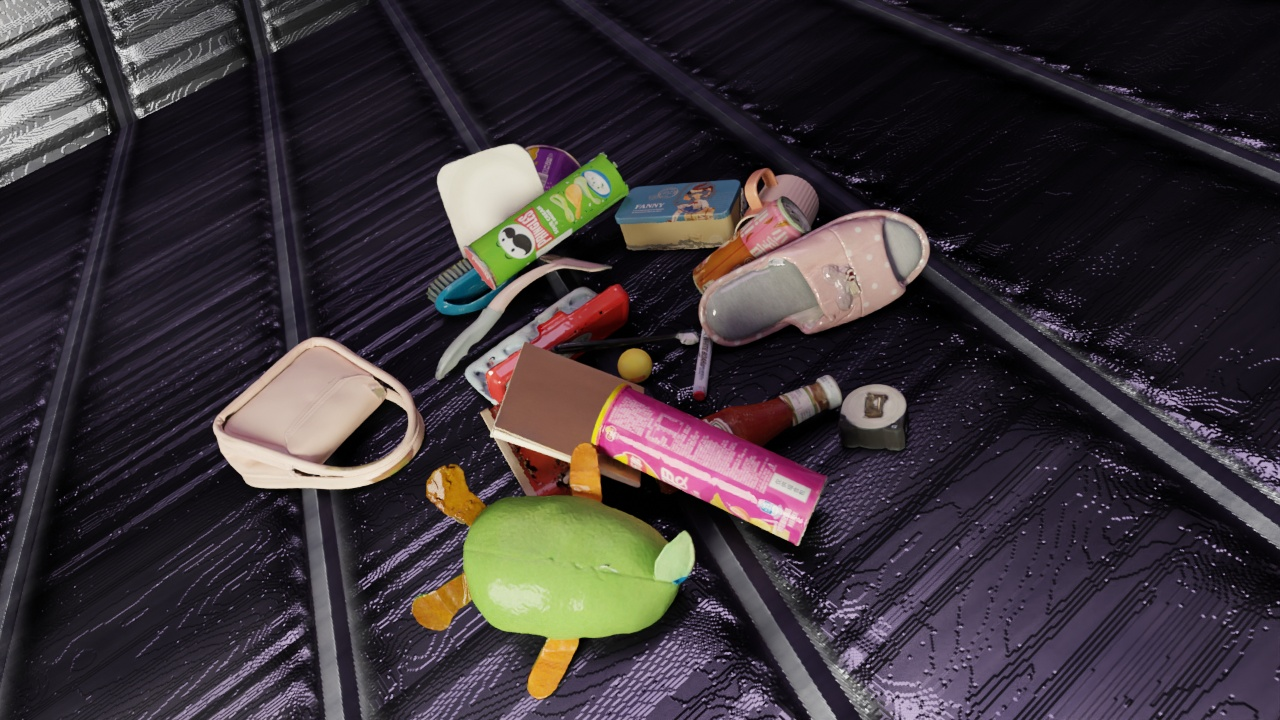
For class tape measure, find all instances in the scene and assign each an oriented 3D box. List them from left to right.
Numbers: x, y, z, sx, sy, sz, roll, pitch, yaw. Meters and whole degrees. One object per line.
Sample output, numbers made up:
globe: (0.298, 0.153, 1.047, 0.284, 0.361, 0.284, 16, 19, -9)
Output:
tape measure: (0.232, 0.056, 0.910, 0.066, 0.034, 0.065, 0, 43, 21)

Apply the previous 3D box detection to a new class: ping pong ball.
ping pong ball: (-0.006, 0.006, 1.065, 0.040, 0.040, 0.040, -12, 39, 10)

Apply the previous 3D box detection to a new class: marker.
marker: (0.075, -0.008, 1.066, 0.017, 0.017, 0.144, -6, 40, 16)

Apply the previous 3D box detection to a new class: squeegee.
squeegee: (-0.179, -0.067, 1.199, 0.249, 0.040, 0.248, -42, 23, -11)

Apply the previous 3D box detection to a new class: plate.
plate: (-0.203, -0.223, 1.330, 0.164, 0.164, 0.034, -11, 17, 23)

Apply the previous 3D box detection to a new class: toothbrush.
toothbrush: (-0.016, -0.020, 1.073, 0.181, 0.016, 0.018, -6, 44, -17)

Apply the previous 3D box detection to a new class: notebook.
notebook: (-0.066, 0.050, 0.952, 0.149, 0.012, 0.211, 21, 23, -8)

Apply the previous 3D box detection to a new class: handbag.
handbag: (-0.372, 0.079, 1.118, 0.234, 0.093, 0.192, 14, 48, 24)

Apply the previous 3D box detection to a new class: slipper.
slipper: (0.198, -0.089, 1.042, 0.274, 0.114, 0.054, -20, 14, 3)

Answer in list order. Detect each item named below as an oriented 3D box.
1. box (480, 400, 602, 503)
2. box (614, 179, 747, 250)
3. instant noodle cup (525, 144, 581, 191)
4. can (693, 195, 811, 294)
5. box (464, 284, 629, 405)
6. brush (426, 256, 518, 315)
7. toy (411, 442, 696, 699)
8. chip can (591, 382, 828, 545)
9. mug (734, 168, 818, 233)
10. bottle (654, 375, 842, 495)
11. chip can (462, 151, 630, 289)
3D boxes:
box: (-0.095, 0.101, 0.949, 0.076, 0.091, 0.168, -31, 40, -9)
box: (0.052, -0.200, 1.272, 0.184, 0.061, 0.089, 1, 42, 22)
instant noodle cup: (-0.149, -0.252, 1.390, 0.112, 0.112, 0.099, -4, 51, 19)
can: (0.132, -0.130, 1.102, 0.148, 0.058, 0.057, -40, 29, 30)
box: (-0.118, -0.032, 1.121, 0.201, 0.119, 0.098, -37, 69, -18)
brush: (-0.226, -0.111, 1.291, 0.143, 0.055, 0.073, -39, 68, -19)
toy: (-0.077, 0.182, 0.817, 0.247, 0.090, 0.226, 8, 80, 4)
chip can: (0.063, 0.095, 0.847, 0.210, 0.072, 0.071, 24, 52, 13)
mug: (0.169, -0.189, 1.165, 0.082, 0.114, 0.105, -8, 35, 38)
bottle: (0.105, 0.070, 0.926, 0.206, 0.060, 0.059, -24, 38, -5)
chip can: (-0.126, -0.191, 1.256, 0.235, 0.072, 0.072, -37, 41, -12)
